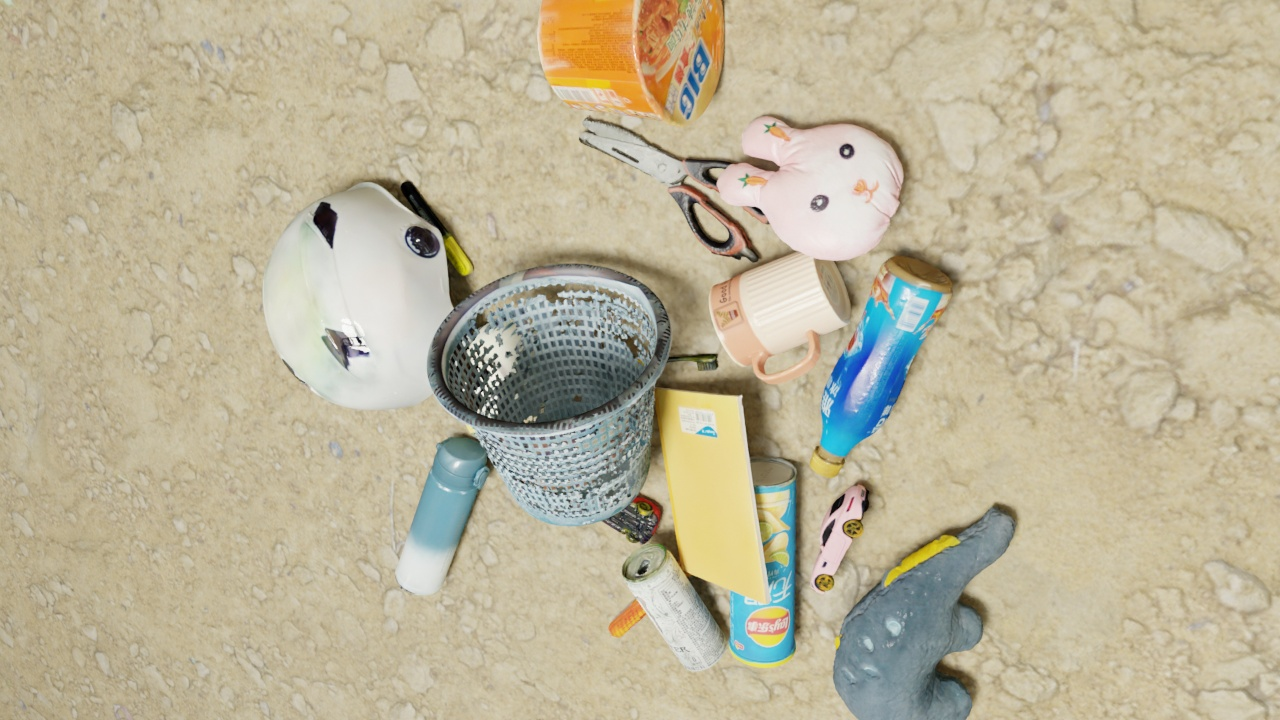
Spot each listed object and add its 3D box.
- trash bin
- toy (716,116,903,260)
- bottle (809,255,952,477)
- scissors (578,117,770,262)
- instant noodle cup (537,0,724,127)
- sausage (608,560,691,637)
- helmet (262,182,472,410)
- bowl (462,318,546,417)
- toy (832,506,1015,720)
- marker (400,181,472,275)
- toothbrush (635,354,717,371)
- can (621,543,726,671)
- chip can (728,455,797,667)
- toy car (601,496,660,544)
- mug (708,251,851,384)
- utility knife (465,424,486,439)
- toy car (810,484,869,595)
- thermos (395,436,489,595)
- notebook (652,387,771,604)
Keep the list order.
[{"bbox_3d":[-0.075,0.048,0.902,0.227,0.225,0.195,13,138,21],"label":"trash bin"},{"bbox_3d":[0.146,-0.154,0.798,0.159,0.054,0.121,24,84,23],"label":"toy"},{"bbox_3d":[0.210,0.014,0.837,0.065,0.065,0.219,27,119,14],"label":"bottle"},{"bbox_3d":[0.032,-0.165,0.883,0.207,0.015,0.193,-8,106,28],"label":"scissors"},{"bbox_3d":[-0.010,-0.279,0.791,0.112,0.151,0.151,10,113,31],"label":"instant noodle cup"},{"bbox_3d":[0.010,0.275,1.054,0.021,0.021,0.166,44,121,5],"label":"sausage"},{"bbox_3d":[-0.323,-0.061,0.996,0.230,0.145,0.258,-22,90,39],"label":"helmet"},{"bbox_3d":[-0.156,0.018,1.012,0.117,0.066,0.116,9,112,22],"label":"bowl"},{"bbox_3d":[0.263,0.296,0.911,0.138,0.091,0.357,4,115,-6],"label":"toy"},{"bbox_3d":[-0.227,-0.146,1.014,0.018,0.015,0.124,-36,90,28],"label":"marker"},{"bbox_3d":[-0.006,0.006,0.967,0.186,0.012,0.017,-3,118,26],"label":"toothbrush"},{"bbox_3d":[0.038,0.269,0.997,0.058,0.058,0.147,-17,117,29],"label":"can"},{"bbox_3d":[0.126,0.208,0.946,0.071,0.071,0.210,6,111,23],"label":"chip can"},{"bbox_3d":[-0.028,0.161,1.024,0.106,0.031,0.049,27,117,13],"label":"toy car"},{"bbox_3d":[0.130,-0.037,0.833,0.106,0.081,0.114,-23,57,28],"label":"mug"},{"bbox_3d":[-0.220,0.023,1.073,0.031,0.018,0.163,-25,99,26],"label":"utility knife"},{"bbox_3d":[0.194,0.177,0.910,0.037,0.056,0.123,24,118,12],"label":"toy car"},{"bbox_3d":[-0.242,0.190,1.118,0.070,0.070,0.221,31,119,12],"label":"thermos"},{"bbox_3d":[0.069,0.131,0.924,0.146,0.010,0.206,4,105,58],"label":"notebook"}]
